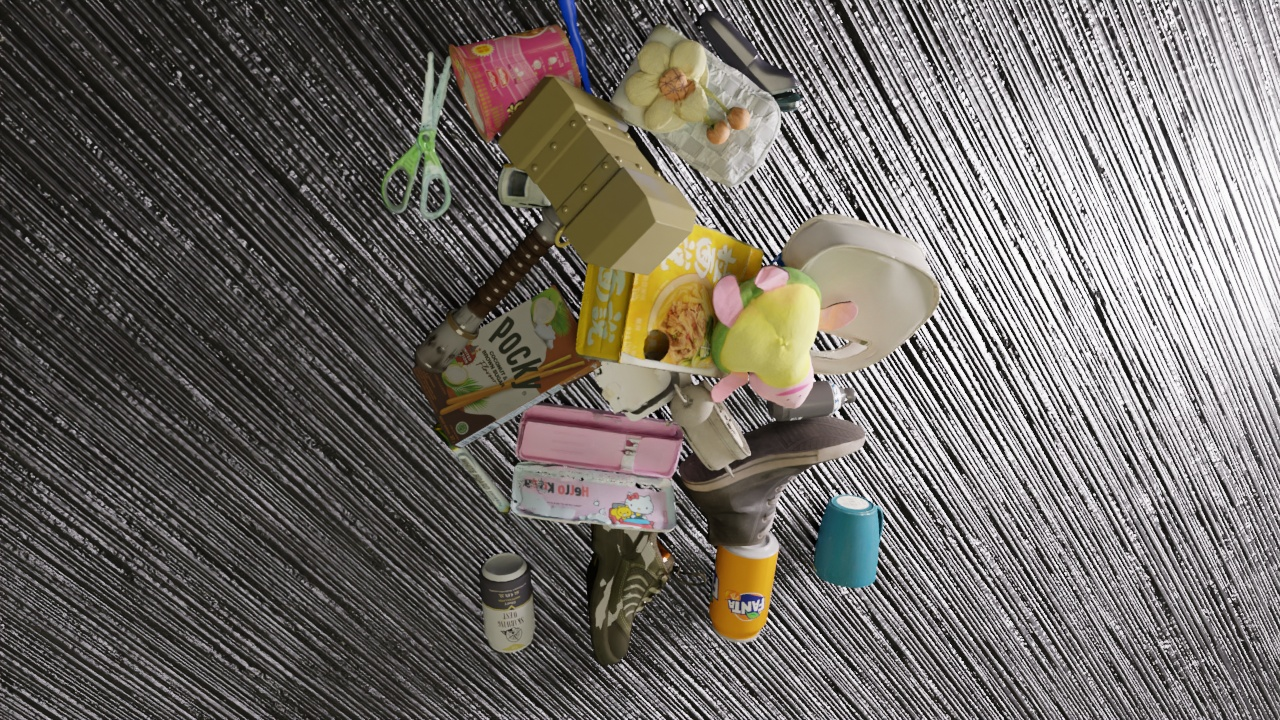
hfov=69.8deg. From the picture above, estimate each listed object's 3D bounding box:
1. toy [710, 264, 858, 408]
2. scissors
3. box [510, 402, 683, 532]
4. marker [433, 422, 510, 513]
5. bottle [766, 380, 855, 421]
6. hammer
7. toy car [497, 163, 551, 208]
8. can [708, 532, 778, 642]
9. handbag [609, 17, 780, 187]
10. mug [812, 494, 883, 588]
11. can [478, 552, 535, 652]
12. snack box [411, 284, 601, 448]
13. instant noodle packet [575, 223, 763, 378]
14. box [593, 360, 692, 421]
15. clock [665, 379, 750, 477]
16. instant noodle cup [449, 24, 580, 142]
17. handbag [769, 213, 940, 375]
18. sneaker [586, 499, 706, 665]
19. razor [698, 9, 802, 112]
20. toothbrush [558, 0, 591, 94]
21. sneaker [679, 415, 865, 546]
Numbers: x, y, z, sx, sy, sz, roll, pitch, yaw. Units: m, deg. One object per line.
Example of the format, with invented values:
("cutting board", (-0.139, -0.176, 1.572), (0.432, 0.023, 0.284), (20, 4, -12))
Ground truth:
("toy", (0.146, -0.027, 1.020), (0.190, 0.087, 0.238), (-36, 140, -1))
("scissors", (-0.229, -0.234, 0.951), (0.078, 0.032, 0.176), (6, 106, -13))
("box", (-0.052, 0.129, 1.105), (0.201, 0.073, 0.149), (9, 79, -12))
("marker", (-0.201, 0.129, 1.106), (0.017, 0.017, 0.146), (-32, 116, 1))
("bottle", (0.215, 0.049, 1.153), (0.112, 0.047, 0.047), (-6, 113, -11))
("hammer", (-0.123, -0.100, 0.928), (0.326, 0.190, 0.100), (-43, 160, 23))
("toy car", (-0.101, -0.186, 0.990), (0.105, 0.033, 0.048), (2, 110, -15))
("can", (0.135, 0.295, 1.218), (0.079, 0.079, 0.143), (0, 112, -13))
("handbag", (0.063, -0.258, 0.946), (0.171, 0.123, 0.112), (31, 101, -11))
("mug", (0.289, 0.235, 1.237), (0.112, 0.084, 0.104), (-12, 111, -40))
("can", (-0.168, 0.311, 1.162), (0.064, 0.064, 0.127), (-6, 113, -11))
("snack box", (-0.150, 0.007, 1.028), (0.186, 0.031, 0.101), (-30, 78, 0))
("instant noodle packet", (0.050, -0.067, 1.018), (0.221, 0.084, 0.163), (9, 89, -39))
("box", (-0.004, 0.009, 1.071), (0.102, 0.076, 0.107), (-33, 113, 1))
("clock", (0.069, 0.071, 1.062), (0.061, 0.103, 0.157), (-32, 140, 9))
("instant noodle cup", (-0.122, -0.284, 0.916), (0.108, 0.097, 0.098), (-24, 115, -11))
("handbag", (0.239, -0.070, 1.098), (0.200, 0.092, 0.200), (18, 127, -20))
("sneaker", (0.005, 0.271, 1.168), (0.143, 0.101, 0.238), (2, 105, -7))
("razor", (0.116, -0.319, 0.981), (0.052, 0.047, 0.143), (-41, 112, 17))
("toothbrush", (-0.067, -0.327, 0.947), (0.016, 0.018, 0.183), (-6, 116, 16))
("sneaker", (0.176, 0.151, 1.163), (0.234, 0.095, 0.120), (-21, 118, -6))
